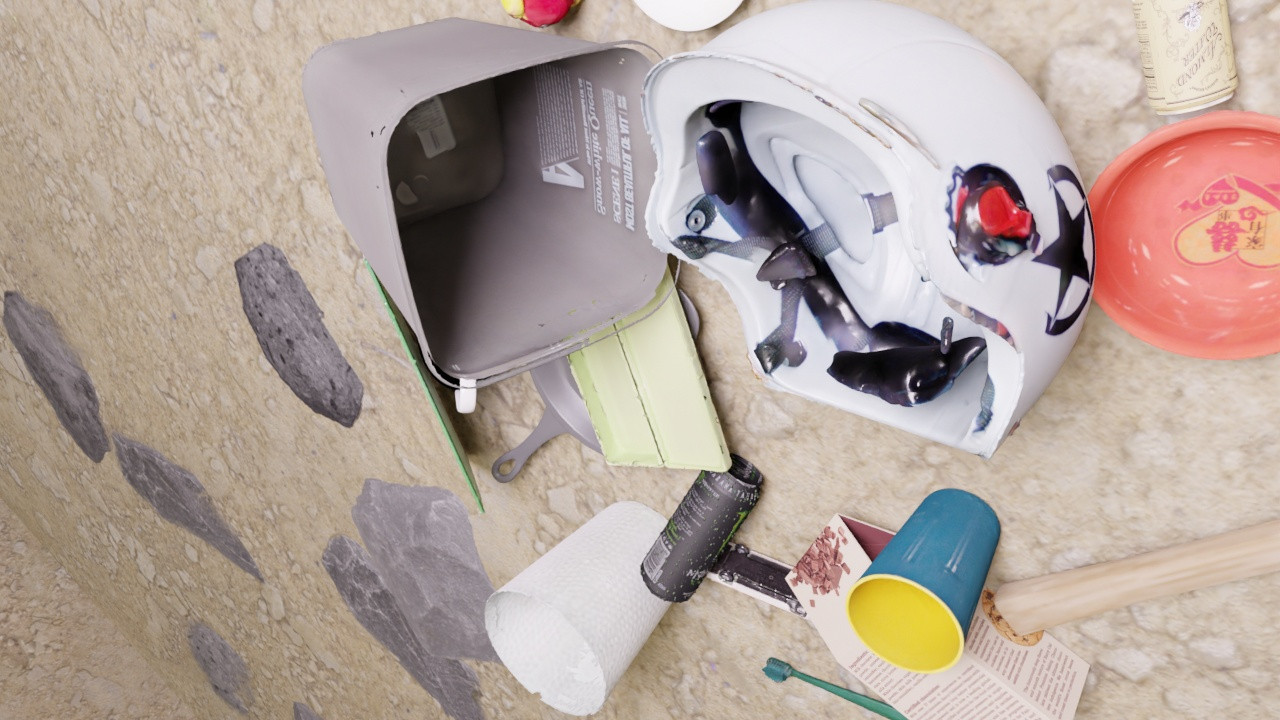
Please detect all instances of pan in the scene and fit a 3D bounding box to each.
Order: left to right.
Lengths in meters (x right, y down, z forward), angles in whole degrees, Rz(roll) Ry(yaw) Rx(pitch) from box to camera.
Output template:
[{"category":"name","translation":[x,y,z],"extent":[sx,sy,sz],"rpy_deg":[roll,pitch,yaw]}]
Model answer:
[{"category":"pan","translation":[-0.053,0.033,0.832],"extent":[0.216,0.024,0.356],"rpy_deg":[49,135,2]}]

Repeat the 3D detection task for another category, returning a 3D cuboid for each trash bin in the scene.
[{"category":"trash bin","translation":[-0.115,-0.131,0.636],"extent":[0.220,0.197,0.198],"rpy_deg":[38,143,44]},{"category":"trash bin","translation":[-0.039,0.216,0.840],"extent":[0.133,0.160,0.133],"rpy_deg":[20,127,28]}]

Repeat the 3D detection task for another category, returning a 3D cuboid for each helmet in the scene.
[{"category":"helmet","translation":[0.130,-0.087,0.494],"extent":[0.264,0.163,0.237],"rpy_deg":[52,163,-24]}]

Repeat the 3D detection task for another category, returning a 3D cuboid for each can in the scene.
[{"category":"can","translation":[0.050,0.143,0.775],"extent":[0.054,0.053,0.138],"rpy_deg":[37,114,15]},{"category":"can","translation":[0.263,-0.164,0.445],"extent":[0.038,0.038,0.079],"rpy_deg":[-5,113,40]}]

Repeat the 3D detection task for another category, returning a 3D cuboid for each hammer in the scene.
[{"category":"hammer","translation":[0.355,0.116,0.547],"extent":[0.117,0.051,0.324],"rpy_deg":[52,138,-1]}]

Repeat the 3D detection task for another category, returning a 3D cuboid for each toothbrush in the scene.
[{"category":"toothbrush","translation":[0.194,0.304,0.812],"extent":[0.190,0.017,0.016],"rpy_deg":[12,124,33]}]

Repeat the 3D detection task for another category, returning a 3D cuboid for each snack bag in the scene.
[{"category":"snack bag","translation":[0.213,0.208,0.698],"extent":[0.206,0.069,0.095],"rpy_deg":[37,134,14]}]

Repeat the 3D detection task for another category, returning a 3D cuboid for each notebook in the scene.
[{"category":"notebook","translation":[-0.211,0.011,0.883],"extent":[0.252,0.010,0.182],"rpy_deg":[69,168,-17]}]

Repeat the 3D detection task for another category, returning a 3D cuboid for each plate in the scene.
[{"category":"plate","translation":[0.033,-0.263,0.575],"extent":[0.104,0.026,0.104],"rpy_deg":[19,126,29]}]

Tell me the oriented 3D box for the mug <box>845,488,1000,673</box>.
[{"category":"mug","translation":[0.201,0.144,0.631],"extent":[0.078,0.121,0.078],"rpy_deg":[19,127,28]}]

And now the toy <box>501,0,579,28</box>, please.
[{"category":"toy","translation":[-0.050,-0.282,0.600],"extent":[0.138,0.067,0.105],"rpy_deg":[-61,43,39]}]

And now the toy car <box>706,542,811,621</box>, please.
[{"category":"toy car","translation":[0.109,0.193,0.799],"extent":[0.113,0.039,0.039],"rpy_deg":[17,147,29]}]

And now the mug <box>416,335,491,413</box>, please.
[{"category":"mug","translation":[-0.162,-0.002,0.841],"extent":[0.100,0.085,0.118],"rpy_deg":[117,149,-59]}]

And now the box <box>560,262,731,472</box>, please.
[{"category":"box","translation":[-0.004,0.004,0.739],"extent":[0.137,0.024,0.187],"rpy_deg":[-2,115,45]}]

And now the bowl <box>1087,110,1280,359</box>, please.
[{"category":"bowl","translation":[0.299,-0.068,0.472],"extent":[0.131,0.045,0.131],"rpy_deg":[20,127,28]}]
